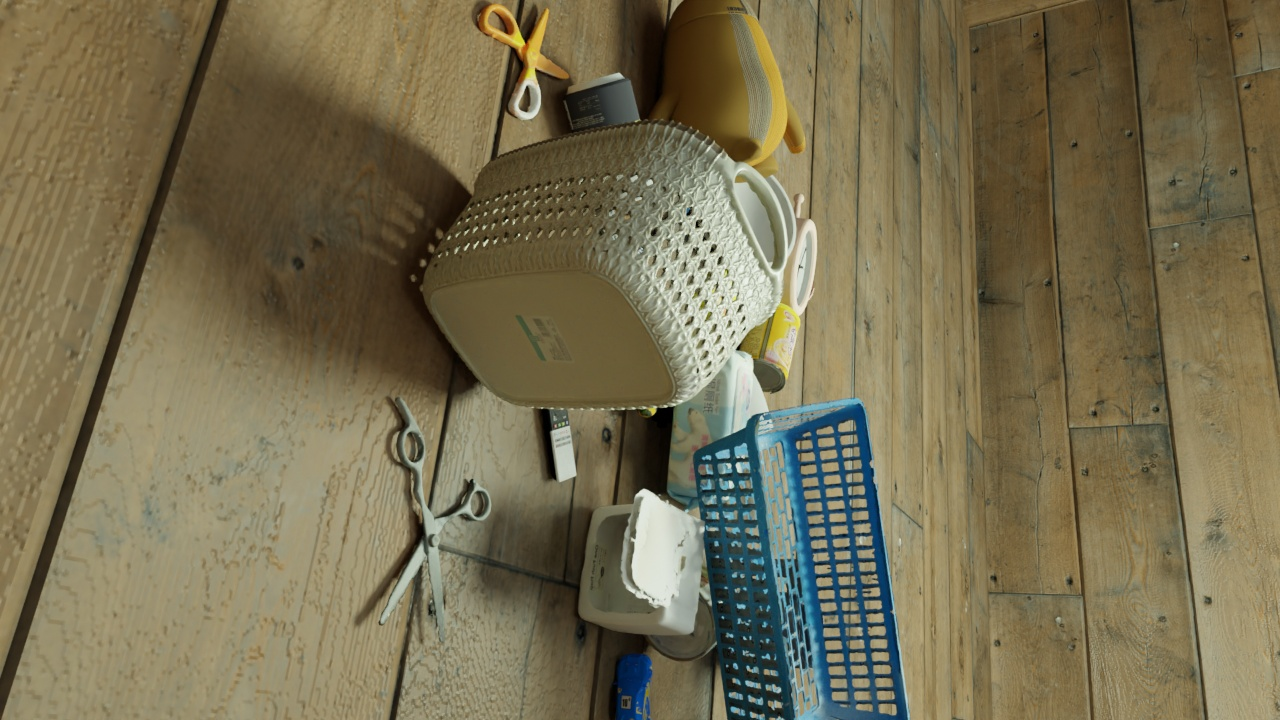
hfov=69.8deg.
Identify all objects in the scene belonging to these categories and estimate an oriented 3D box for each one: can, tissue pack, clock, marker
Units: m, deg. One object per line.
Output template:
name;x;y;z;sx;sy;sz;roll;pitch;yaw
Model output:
can;0.161;-0.017;1.162;0.068;0.068;0.104;57;39;-39
tissue pack;0.075;0.070;0.959;0.112;0.070;0.181;22;72;-74
clock;0.189;-0.126;1.238;0.130;0.086;0.161;-57;142;-47
marker;0.028;0.010;0.964;0.025;0.025;0.125;36;54;-53
can;0.043;0.242;0.884;0.043;0.086;0.086;-14;97;-60
can;-0.027;-0.200;0.863;0.064;0.064;0.127;-41;120;-56

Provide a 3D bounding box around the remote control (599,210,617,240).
remote control;-0.010;-0.087;0.924;0.136;0.013;0.033;66;34;-30

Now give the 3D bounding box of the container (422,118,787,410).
container;-0.033;-0.058;0.659;0.184;0.247;0.142;59;46;-31

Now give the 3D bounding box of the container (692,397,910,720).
container;0.155;0.225;0.891;0.256;0.089;0.362;-3;85;-55

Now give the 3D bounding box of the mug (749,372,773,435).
mug;0.106;0.043;1.067;0.107;0.071;0.089;-33;107;-88

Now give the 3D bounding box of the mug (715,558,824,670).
mug;0.142;0.283;1.035;0.083;0.104;0.124;-22;104;-59

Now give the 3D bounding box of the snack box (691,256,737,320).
snack box;0.102;-0.097;1.111;0.147;0.029;0.040;-54;131;-50

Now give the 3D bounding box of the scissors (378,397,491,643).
scissors;-0.150;0.109;0.640;0.141;0.014;0.173;-38;116;-60

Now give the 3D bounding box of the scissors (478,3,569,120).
scissors;-0.098;-0.261;0.802;0.125;0.011;0.127;5;82;-59

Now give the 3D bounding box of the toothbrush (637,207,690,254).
toothbrush;0.026;-0.143;0.999;0.014;0.014;0.167;60;36;-17

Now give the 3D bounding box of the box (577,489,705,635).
box;-0.007;0.168;0.771;0.136;0.126;0.108;34;56;-51

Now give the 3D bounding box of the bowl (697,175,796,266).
bowl;0.118;-0.173;1.109;0.149;0.043;0.149;12;67;-30

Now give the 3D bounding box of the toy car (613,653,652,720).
toy car;-0.016;0.310;0.816;0.062;0.033;0.092;32;57;-63

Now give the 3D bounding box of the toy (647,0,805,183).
toy;0.083;-0.305;1.019;0.198;0.163;0.203;-8;89;-21

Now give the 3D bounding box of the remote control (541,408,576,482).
remote control;-0.074;0.041;0.788;0.028;0.012;0.124;-13;96;-61

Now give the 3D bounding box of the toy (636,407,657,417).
toy;-0.005;0.005;0.885;0.084;0.046;0.103;-93;171;-55
